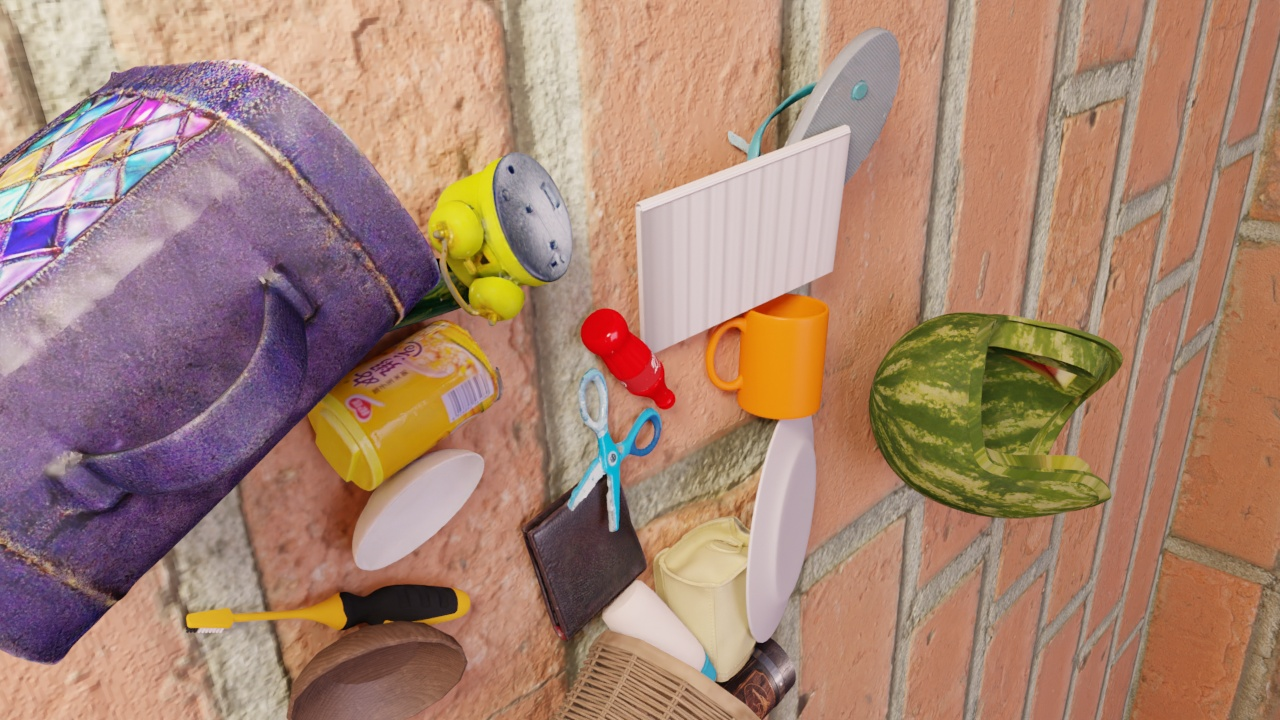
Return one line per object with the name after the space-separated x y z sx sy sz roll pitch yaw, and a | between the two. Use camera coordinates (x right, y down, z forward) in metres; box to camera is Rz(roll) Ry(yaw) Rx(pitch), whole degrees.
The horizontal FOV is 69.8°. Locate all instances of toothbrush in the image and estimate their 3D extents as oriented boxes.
-0.195 0.164 0.601 0.196 0.031 0.031 11 129 -45 | toothbrush

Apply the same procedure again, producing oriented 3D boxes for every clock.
-0.088 -0.075 0.566 0.083 0.057 0.118 60 32 -29 | clock

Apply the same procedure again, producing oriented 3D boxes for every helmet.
0.372 0.058 1.006 0.244 0.247 0.212 118 -9 -67 | helmet

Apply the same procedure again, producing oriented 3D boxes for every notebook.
0.086 -0.099 0.756 0.209 0.009 0.143 -25 135 -24 | notebook

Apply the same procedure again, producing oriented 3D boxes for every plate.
0.147 0.156 0.904 0.242 0.016 0.242 8 90 -68 | plate
-0.150 0.091 0.601 0.104 0.026 0.104 -42 163 -16 | plate

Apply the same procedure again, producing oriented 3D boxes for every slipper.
0.131 -0.161 0.792 0.098 0.055 0.269 24 103 -46 | slipper

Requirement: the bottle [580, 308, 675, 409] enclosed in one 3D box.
-0.004 0.004 0.733 0.036 0.036 0.119 -57 138 -14 | bottle

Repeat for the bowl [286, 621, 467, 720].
-0.177 0.207 0.613 0.117 0.030 0.118 -17 140 -15 | bowl

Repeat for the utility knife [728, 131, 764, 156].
0.132 -0.170 0.825 0.181 0.015 0.022 22 85 -47 | utility knife

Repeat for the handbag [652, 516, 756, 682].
0.073 0.225 0.878 0.110 0.081 0.119 -32 125 -44 | handbag

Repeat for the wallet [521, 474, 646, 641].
-0.046 0.157 0.758 0.099 0.031 0.120 -38 127 -34 | wallet

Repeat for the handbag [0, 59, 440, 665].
-0.206 -0.010 0.370 0.204 0.222 0.125 -50 135 -20 | handbag

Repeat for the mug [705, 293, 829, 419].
0.113 -0.003 0.836 0.112 0.077 0.096 -5 112 -16 | mug

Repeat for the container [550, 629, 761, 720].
-0.010 0.356 0.736 0.195 0.227 0.227 -53 137 -27 | container

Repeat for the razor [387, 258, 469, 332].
-0.148 -0.033 0.544 0.151 0.067 0.054 -19 122 -51 | razor

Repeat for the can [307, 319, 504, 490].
-0.145 0.026 0.567 0.104 0.068 0.068 -37 129 -32 | can

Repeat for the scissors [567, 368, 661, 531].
-0.019 0.071 0.746 0.137 0.011 0.134 -9 95 -54 | scissors

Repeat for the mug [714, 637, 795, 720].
0.092 0.326 0.946 0.107 0.080 0.116 -31 100 -37 | mug

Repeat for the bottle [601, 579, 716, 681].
0.026 0.259 0.816 0.051 0.051 0.146 -46 105 -24 | bottle
